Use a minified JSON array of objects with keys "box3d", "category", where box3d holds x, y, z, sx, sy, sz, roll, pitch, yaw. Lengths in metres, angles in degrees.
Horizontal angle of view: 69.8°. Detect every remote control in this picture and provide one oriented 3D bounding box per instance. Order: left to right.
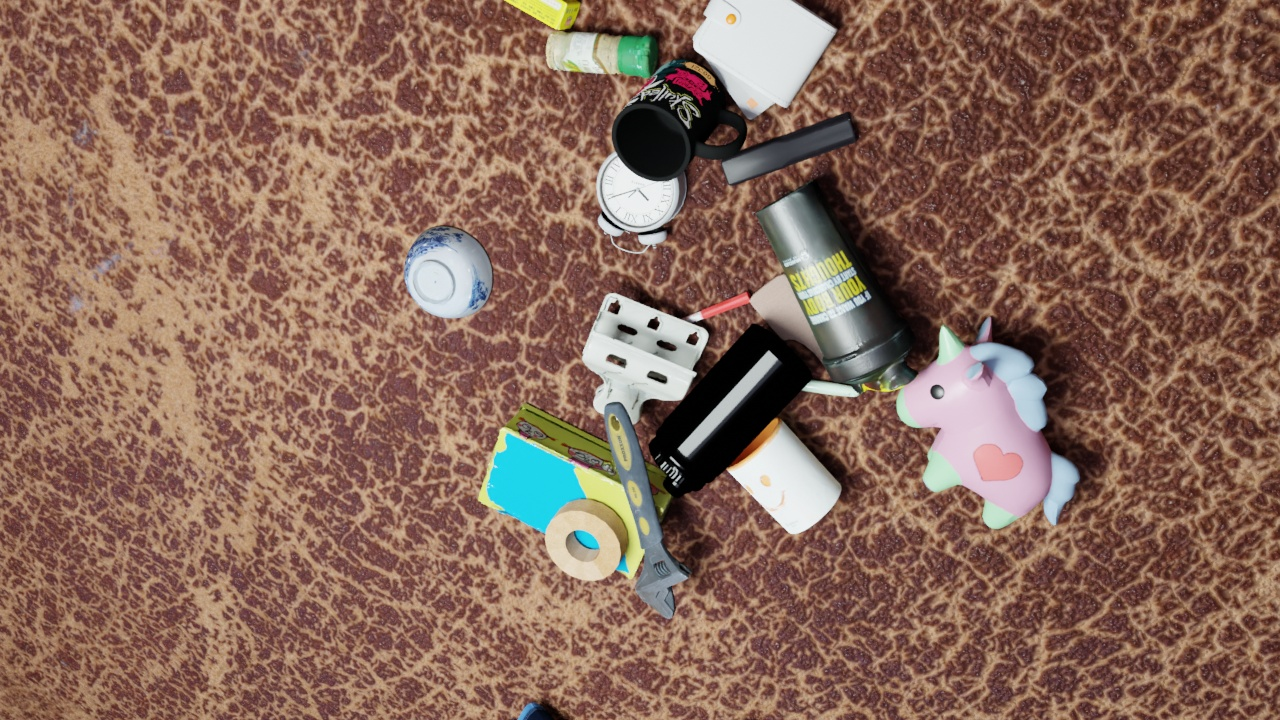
[{"box3d":[0.149,-0.213,0.931,0.137,0.015,0.032,-16,105,22],"category":"remote control"}]

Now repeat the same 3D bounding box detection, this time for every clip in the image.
[{"box3d":[-0.008,0.014,1.026,0.126,0.101,0.152,23,112,-3],"category":"clip"}]

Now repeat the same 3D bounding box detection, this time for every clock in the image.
[{"box3d":[-0.002,-0.174,0.983,0.094,0.035,0.123,17,114,11],"category":"clock"}]

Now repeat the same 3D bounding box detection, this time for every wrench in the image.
[{"box3d":[0.004,0.173,1.040,0.073,0.022,0.273,-7,108,28],"category":"wrench"}]

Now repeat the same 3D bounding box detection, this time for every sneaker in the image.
[{"box3d":[-0.166,0.578,1.324,0.098,0.083,0.242,49,134,37],"category":"sneaker"}]

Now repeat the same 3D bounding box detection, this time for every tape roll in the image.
[{"box3d":[-0.063,0.210,1.074,0.094,0.027,0.094,7,113,16],"category":"tape roll"}]

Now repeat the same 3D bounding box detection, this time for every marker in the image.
[{"box3d":[0.059,-0.047,1.027,0.142,0.012,0.013,-21,103,24],"category":"marker"}]

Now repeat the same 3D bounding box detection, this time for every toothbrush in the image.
[{"box3d":[0.165,0.025,1.019,0.155,0.015,0.022,7,132,15],"category":"toothbrush"}]

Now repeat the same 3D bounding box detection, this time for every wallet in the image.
[{"box3d":[0.110,-0.304,0.897,0.118,0.037,0.115,33,117,-1],"category":"wallet"}]

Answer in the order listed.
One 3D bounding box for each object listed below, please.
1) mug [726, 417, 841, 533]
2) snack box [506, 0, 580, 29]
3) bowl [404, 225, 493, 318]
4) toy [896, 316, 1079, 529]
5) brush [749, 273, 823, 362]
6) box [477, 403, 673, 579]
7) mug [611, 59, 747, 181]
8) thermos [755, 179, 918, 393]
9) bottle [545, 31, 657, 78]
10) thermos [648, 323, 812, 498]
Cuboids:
[{"box3d":[0.160,0.128,1.025,0.105,0.082,0.082,46,116,-5],"category":"mug"},{"box3d":[-0.135,-0.388,0.939,0.148,0.040,0.029,31,117,4],"category":"snack box"},{"box3d":[-0.235,-0.098,1.082,0.114,0.045,0.114,6,112,15],"category":"bowl"},{"box3d":[0.362,0.072,0.929,0.222,0.119,0.172,33,126,4],"category":"toy"},{"box3d":[0.178,-0.033,0.995,0.050,0.015,0.135,-38,101,22],"category":"brush"},{"box3d":[-0.077,0.157,1.117,0.221,0.079,0.125,25,116,9],"category":"box"},{"box3d":[0.045,-0.230,0.897,0.118,0.098,0.082,21,138,13],"category":"mug"},{"box3d":[0.199,-0.070,0.933,0.098,0.098,0.221,-28,96,25],"category":"thermos"},{"box3d":[-0.040,-0.313,0.937,0.111,0.043,0.043,9,113,15],"category":"bottle"},{"box3d":[0.087,0.062,0.994,0.086,0.086,0.199,41,108,-1],"category":"thermos"}]
